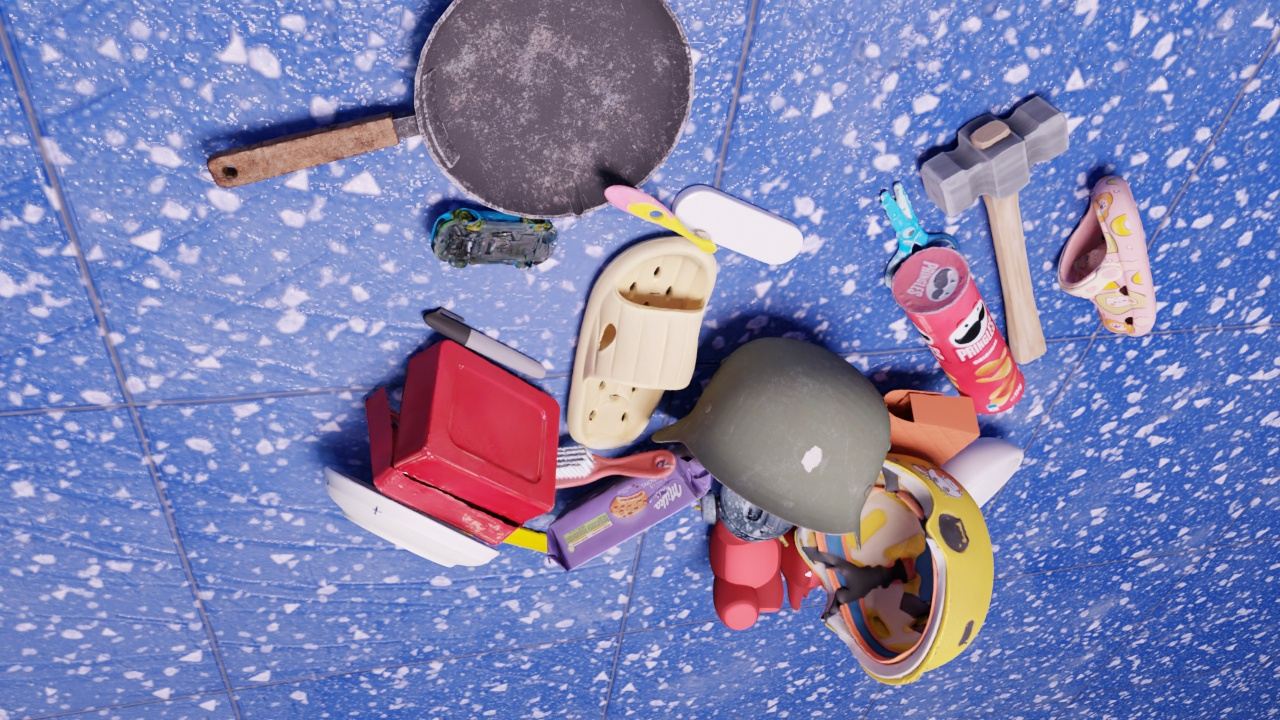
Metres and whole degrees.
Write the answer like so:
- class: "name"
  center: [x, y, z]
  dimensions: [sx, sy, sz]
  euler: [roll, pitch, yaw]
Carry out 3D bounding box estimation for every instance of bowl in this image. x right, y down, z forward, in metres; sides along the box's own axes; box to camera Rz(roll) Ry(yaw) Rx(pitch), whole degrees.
- class: "bowl"
  center: [0.372, 0.149, 1.108]
  dimensions: [0.176, 0.066, 0.177]
  euler: [-30, 151, -19]

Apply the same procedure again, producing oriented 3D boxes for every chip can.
- class: "chip can"
  center: [0.330, -0.022, 0.935]
  dimensions: [0.073, 0.073, 0.233]
  euler: [-34, 138, 14]

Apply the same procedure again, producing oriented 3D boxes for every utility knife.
- class: "utility knife"
  center: [-0.144, 0.199, 1.040]
  dimensions: [0.155, 0.017, 0.031]
  euler: [26, 125, -35]

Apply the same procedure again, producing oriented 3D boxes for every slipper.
- class: "slipper"
  center: [0.456, -0.098, 0.911]
  dimensions: [0.082, 0.093, 0.197]
  euler: [-13, 137, 23]
- class: "slipper"
  center: [-0.005, 0.005, 0.857]
  dimensions: [0.111, 0.079, 0.262]
  euler: [6, 131, -19]

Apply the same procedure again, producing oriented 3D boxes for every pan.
- class: "pan"
  center: [-0.137, -0.179, 0.664]
  dimensions: [0.357, 0.040, 0.208]
  euler: [-12, 135, -5]

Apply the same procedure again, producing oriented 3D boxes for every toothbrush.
- class: "toothbrush"
  center: [0.018, -0.117, 0.754]
  dimensions: [0.021, 0.016, 0.135]
  euler: [-38, 142, 28]

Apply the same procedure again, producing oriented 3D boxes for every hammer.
- class: "hammer"
  center: [0.361, -0.101, 0.892]
  dimensions: [0.117, 0.051, 0.323]
  euler: [-30, 136, 5]

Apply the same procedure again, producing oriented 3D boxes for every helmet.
- class: "helmet"
  center: [0.287, 0.212, 0.960]
  dimensions: [0.139, 0.239, 0.210]
  euler: [2, 139, -26]
- class: "helmet"
  center: [0.144, 0.062, 0.867]
  dimensions: [0.227, 0.267, 0.154]
  euler: [28, 105, 4]

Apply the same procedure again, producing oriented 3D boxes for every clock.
- class: "clock"
  center: [0.116, 0.151, 1.015]
  dimensions: [0.129, 0.090, 0.052]
  euler: [26, 160, 1]

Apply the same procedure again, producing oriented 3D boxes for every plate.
- class: "plate"
  center: [-0.222, 0.155, 0.870]
  dimensions: [0.182, 0.183, 0.034]
  euler: [38, 73, -40]

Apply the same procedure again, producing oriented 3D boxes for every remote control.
- class: "remote control"
  center: [0.087, -0.119, 0.812]
  dimensions: [0.136, 0.013, 0.043]
  euler: [16, 126, -30]

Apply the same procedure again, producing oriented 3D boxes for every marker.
- class: "marker"
  center: [-0.138, -0.015, 0.838]
  dimensions: [0.138, 0.016, 0.022]
  euler: [28, 96, -37]

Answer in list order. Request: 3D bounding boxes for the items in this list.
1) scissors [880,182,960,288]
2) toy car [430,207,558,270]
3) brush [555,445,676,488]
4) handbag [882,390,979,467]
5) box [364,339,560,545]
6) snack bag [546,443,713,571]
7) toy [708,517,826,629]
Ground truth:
- class: "scissors"
  center: [0.261, -0.123, 0.867]
  dimensions: [0.083, 0.015, 0.140]
  euler: [-24, 134, 8]
- class: "toy car"
  center: [-0.119, -0.101, 0.747]
  dimensions: [0.105, 0.032, 0.048]
  euler: [-2, 133, -30]
- class: "brush"
  center: [-0.047, 0.103, 0.920]
  dimensions: [0.173, 0.040, 0.030]
  euler: [-7, 142, 25]
- class: "handbag"
  center: [0.277, 0.088, 1.023]
  dimensions: [0.108, 0.060, 0.172]
  euler: [8, 148, -13]
- class: "box"
  center: [-0.153, 0.076, 0.838]
  dimensions: [0.123, 0.136, 0.157]
  euler: [-37, 134, 18]
- class: "snack bag"
  center: [-0.006, 0.146, 0.979]
  dimensions: [0.206, 0.096, 0.058]
  euler: [-32, 91, 13]
- class: "toy"
  center: [0.178, 0.230, 1.102]
  dimensions: [0.197, 0.120, 0.158]
  euler: [-2, 97, -16]
